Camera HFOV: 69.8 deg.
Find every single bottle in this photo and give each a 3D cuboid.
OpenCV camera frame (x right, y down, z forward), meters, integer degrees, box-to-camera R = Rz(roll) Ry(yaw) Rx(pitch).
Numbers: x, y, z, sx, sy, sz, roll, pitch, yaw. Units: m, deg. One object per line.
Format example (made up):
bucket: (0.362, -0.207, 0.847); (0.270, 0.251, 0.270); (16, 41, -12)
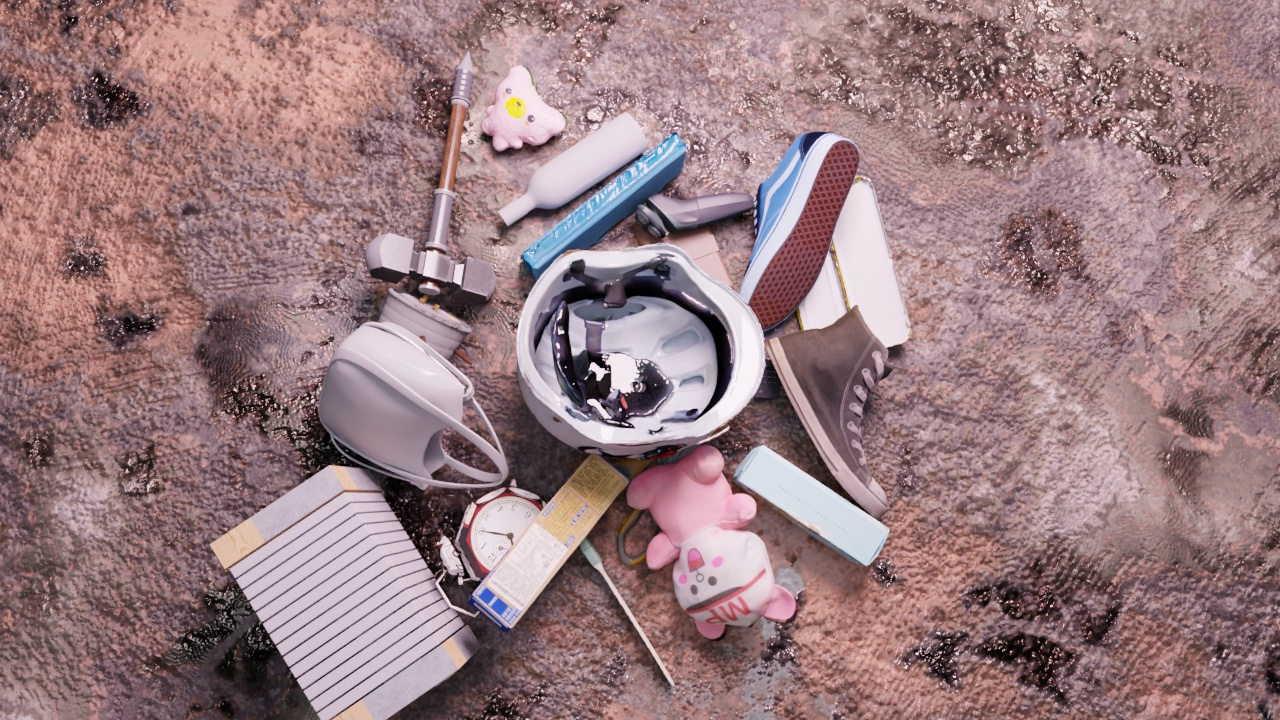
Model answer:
bottle: (-0.085, -0.224, 1.107); (0.195, 0.052, 0.052); (-34, 83, -5)

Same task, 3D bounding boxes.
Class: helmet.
helmet: (-0.006, 0.006, 1.019); (0.264, 0.164, 0.236); (0, 68, -9)

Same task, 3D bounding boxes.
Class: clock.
clock: (-0.164, 0.216, 1.033); (0.114, 0.065, 0.154); (41, 66, -2)
clock: (-0.260, -0.049, 1.066); (0.148, 0.104, 0.056); (29, 92, 34)

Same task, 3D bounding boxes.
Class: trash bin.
trash bin: (-0.309, 0.258, 0.992); (0.142, 0.142, 0.247); (-34, 83, -5)

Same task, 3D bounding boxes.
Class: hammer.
hammer: (-0.230, -0.232, 1.102); (0.156, 0.043, 0.321); (15, 70, -29)

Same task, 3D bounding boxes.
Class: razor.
razor: (0.065, -0.180, 1.096); (0.143, 0.047, 0.052); (-12, 82, -5)

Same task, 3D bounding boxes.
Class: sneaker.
sneaker: (0.168, -0.154, 1.080); (0.083, 0.098, 0.241); (18, 100, -35)
sneaker: (0.244, 0.060, 1.037); (0.120, 0.095, 0.234); (-26, 81, 8)

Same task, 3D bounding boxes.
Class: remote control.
remote control: (0.153, -0.022, 1.097); (0.032, 0.015, 0.136); (4, 83, 0)

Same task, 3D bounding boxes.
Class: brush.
brush: (-0.020, 0.278, 1.047); (0.012, 0.033, 0.217); (-33, 85, -5)

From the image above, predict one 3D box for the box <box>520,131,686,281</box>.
box: (-0.047, -0.183, 1.082); (0.231, 0.093, 0.048); (-39, 84, -4)

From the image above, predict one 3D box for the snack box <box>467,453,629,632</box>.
snack box: (-0.098, 0.196, 0.994); (0.056, 0.057, 0.206); (40, 66, 1)

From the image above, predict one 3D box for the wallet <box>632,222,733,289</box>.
wallet: (0.052, -0.127, 1.113); (0.087, 0.013, 0.121); (-21, 79, -3)

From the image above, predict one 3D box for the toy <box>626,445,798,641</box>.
toy: (0.079, 0.205, 1.019); (0.142, 0.084, 0.213); (-28, 86, 24)

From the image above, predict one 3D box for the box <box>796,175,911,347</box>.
box: (0.239, -0.109, 1.101); (0.130, 0.038, 0.209); (-14, 81, 10)

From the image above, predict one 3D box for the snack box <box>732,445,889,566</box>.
snack box: (0.191, 0.164, 1.041); (0.174, 0.075, 0.053); (35, 84, 4)

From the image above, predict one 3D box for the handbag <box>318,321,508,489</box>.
handbag: (-0.243, 0.072, 1.022); (0.222, 0.216, 0.095); (33, 45, -1)

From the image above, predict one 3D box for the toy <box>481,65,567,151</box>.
toy: (-0.150, -0.300, 1.119); (0.093, 0.050, 0.102); (-34, 80, 0)

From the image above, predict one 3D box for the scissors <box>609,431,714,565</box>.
scissors: (0.009, 0.122, 1.076); (0.162, 0.016, 0.225); (30, 83, 4)
